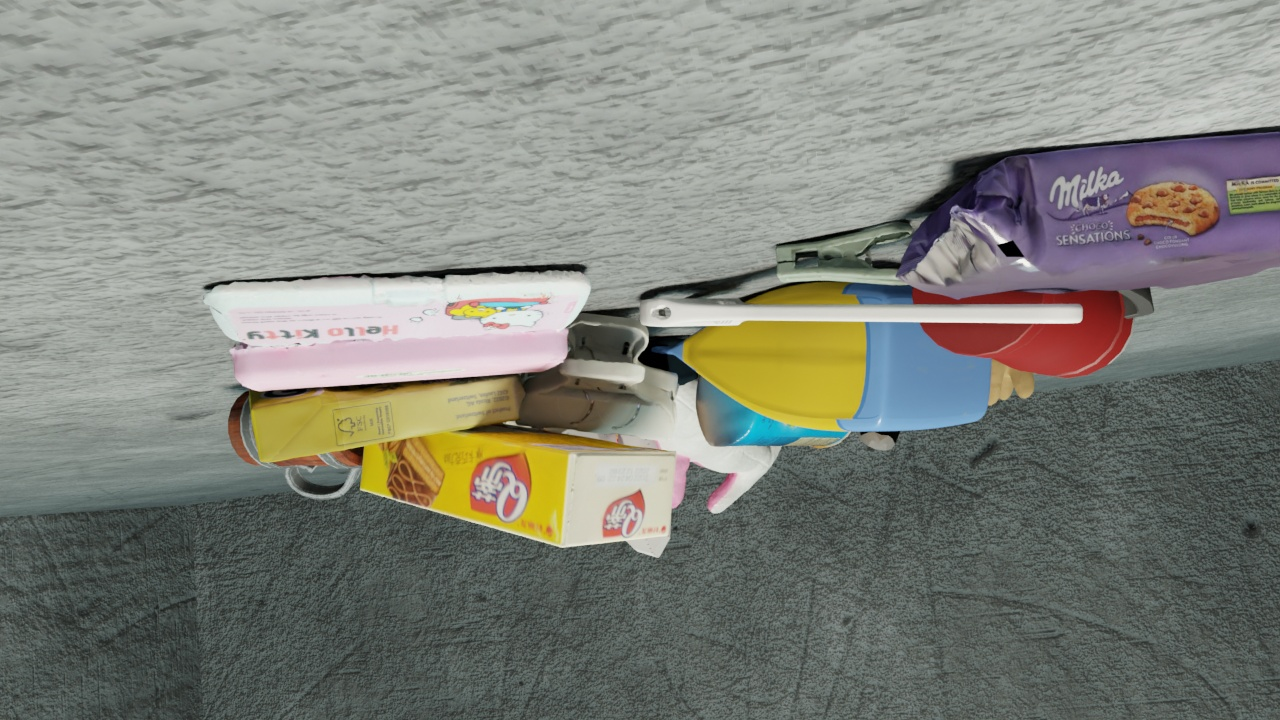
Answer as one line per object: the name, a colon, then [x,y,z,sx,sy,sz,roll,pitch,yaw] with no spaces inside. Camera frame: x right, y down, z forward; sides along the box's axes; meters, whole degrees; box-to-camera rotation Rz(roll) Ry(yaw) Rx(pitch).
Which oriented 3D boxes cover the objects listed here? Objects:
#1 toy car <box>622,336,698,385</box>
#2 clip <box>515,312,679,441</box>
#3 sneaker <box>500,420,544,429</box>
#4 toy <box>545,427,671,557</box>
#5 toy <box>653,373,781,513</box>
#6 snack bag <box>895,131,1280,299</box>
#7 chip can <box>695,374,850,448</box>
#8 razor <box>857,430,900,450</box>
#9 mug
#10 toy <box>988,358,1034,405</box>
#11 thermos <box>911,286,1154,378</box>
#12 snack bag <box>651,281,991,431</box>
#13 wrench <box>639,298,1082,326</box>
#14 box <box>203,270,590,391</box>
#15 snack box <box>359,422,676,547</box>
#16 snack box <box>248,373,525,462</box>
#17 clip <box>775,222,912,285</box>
toy car: [-0.004,0.005,0.779,0.112,0.046,0.034,-6,174,-21]
clip: [-0.031,0.027,0.684,0.125,0.091,0.151,5,165,-5]
sneaker: [-0.183,0.087,1.049,0.102,0.089,0.241,0,179,17]
toy: [-0.033,0.101,0.986,0.141,0.247,0.267,-25,-171,8]
toy: [0.058,0.054,0.953,0.128,0.186,0.265,35,178,41]
snack bag: [0.236,-0.065,0.446,0.205,0.058,0.096,-7,173,-5]
chip can: [0.127,0.046,0.861,0.080,0.079,0.229,-12,169,32]
razor: [0.232,0.033,0.898,0.057,0.060,0.155,14,-152,3]
mug: [-0.268,0.066,0.766,0.111,0.117,0.081,-6,-150,23]
toy: [0.326,0.002,0.908,0.108,0.105,0.134,4,176,-1]
thermos: [0.262,-0.036,0.583,0.108,0.084,0.198,-12,169,39]
snack bag: [0.134,-0.004,0.694,0.158,0.102,0.206,1,-178,-45]
wrench: [0.114,-0.028,0.544,0.274,0.018,0.066,3,-175,39]
box: [-0.137,-0.013,0.542,0.201,0.044,0.155,-4,171,-16]
snack box: [-0.095,0.082,0.676,0.231,0.061,0.109,5,179,41]
snack box: [-0.182,0.025,0.656,0.180,0.045,0.121,-8,-168,-21]
clip: [0.113,-0.057,0.510,0.074,0.035,0.023,-3,175,17]
